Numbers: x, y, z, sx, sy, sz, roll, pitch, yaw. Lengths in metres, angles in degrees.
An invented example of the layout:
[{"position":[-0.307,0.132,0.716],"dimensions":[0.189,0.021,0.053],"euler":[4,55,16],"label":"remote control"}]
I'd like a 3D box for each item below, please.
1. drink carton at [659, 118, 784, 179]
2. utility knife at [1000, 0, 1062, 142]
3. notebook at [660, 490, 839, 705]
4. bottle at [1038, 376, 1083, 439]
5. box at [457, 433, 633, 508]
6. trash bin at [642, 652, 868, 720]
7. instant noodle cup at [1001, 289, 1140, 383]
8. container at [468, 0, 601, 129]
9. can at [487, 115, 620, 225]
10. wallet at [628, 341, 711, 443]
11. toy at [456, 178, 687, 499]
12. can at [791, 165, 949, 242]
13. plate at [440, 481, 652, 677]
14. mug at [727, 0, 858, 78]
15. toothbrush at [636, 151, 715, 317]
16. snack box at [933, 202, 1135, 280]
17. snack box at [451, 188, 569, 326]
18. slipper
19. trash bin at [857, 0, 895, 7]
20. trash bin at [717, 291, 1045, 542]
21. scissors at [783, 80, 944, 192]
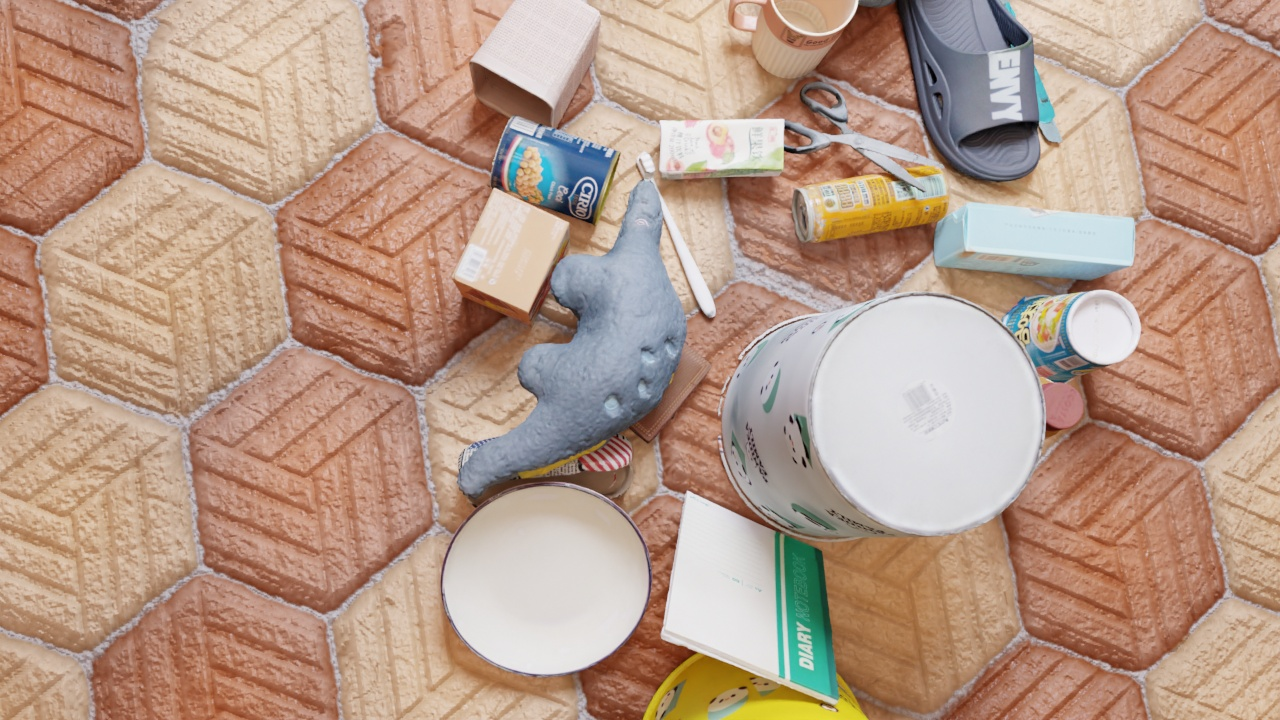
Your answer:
[{"position":[0.080,-0.210,0.912],"dimensions":[0.122,0.045,0.053],"euler":[-1,91,3],"label":"drink carton"},{"position":[0.406,-0.309,0.967],"dimensions":[0.029,0.013,0.174],"euler":[-21,86,-6],"label":"utility knife"},{"position":[0.099,0.201,0.810],"dimensions":[0.150,0.208,0.012],"euler":[23,114,-2],"label":"notebook"},{"position":[0.342,0.046,0.846],"dimensions":[0.057,0.175,0.057],"euler":[0,84,-4],"label":"bottle"},{"position":[-0.088,0.094,0.855],"dimensions":[0.163,0.086,0.076],"euler":[-4,70,-1],"label":"box"},{"position":[0.118,0.371,0.758],"dimensions":[0.229,0.255,0.229],"euler":[0,84,-4],"label":"trash bin"},{"position":[0.420,-0.025,0.892],"dimensions":[0.099,0.110,0.099],"euler":[0,85,-4],"label":"instant noodle cup"},{"position":[-0.098,-0.295,0.892],"dimensions":[0.090,0.090,0.110],"euler":[29,79,-1],"label":"container"},{"position":[-0.083,-0.184,0.887],"dimensions":[0.111,0.075,0.075],"euler":[19,83,-2],"label":"can"},{"position":[-0.005,0.005,0.898],"dimensions":[0.124,0.032,0.101],"euler":[40,80,0],"label":"wallet"},{"position":[-0.032,-0.016,0.838],"dimensions":[0.138,0.091,0.355],"euler":[22,69,10],"label":"toy"},{"position":[0.229,-0.156,0.916],"dimensions":[0.146,0.058,0.058],"euler":[-10,85,-5],"label":"can"},{"position":[-0.086,0.198,0.850],"dimensions":[0.192,0.039,0.192],"euler":[-1,103,-6],"label":"plate"},{"position":[0.143,-0.337,0.903],"dimensions":[0.114,0.106,0.081],"euler":[6,84,-4],"label":"mug"},{"position":[0.037,-0.126,0.920],"dimensions":[0.016,0.016,0.180],"euler":[-23,87,-15],"label":"toothbrush"},{"position":[0.391,-0.118,0.917],"dimensions":[0.175,0.074,0.051],"euler":[5,84,-4],"label":"snack box"},{"position":[-0.119,-0.094,0.865],"dimensions":[0.077,0.094,0.092],"euler":[24,83,-2],"label":"snack box"},{"position":[0.335,-0.311,0.929],"dimensions":[0.110,0.083,0.268],"euler":[-17,85,-4],"label":"slipper"},{"position":[0.231,-0.466,0.884],"dimensions":[0.226,0.226,0.195],"euler":[31,96,-1],"label":"trash bin"},{"position":[0.201,0.053,0.797],"dimensions":[0.229,0.252,0.229],"euler":[1,84,-5],"label":"trash bin"},{"position":[0.213,-0.223,0.913],"dimensions":[0.165,0.014,0.162],"euler":[-9,67,14],"label":"scissors"}]
